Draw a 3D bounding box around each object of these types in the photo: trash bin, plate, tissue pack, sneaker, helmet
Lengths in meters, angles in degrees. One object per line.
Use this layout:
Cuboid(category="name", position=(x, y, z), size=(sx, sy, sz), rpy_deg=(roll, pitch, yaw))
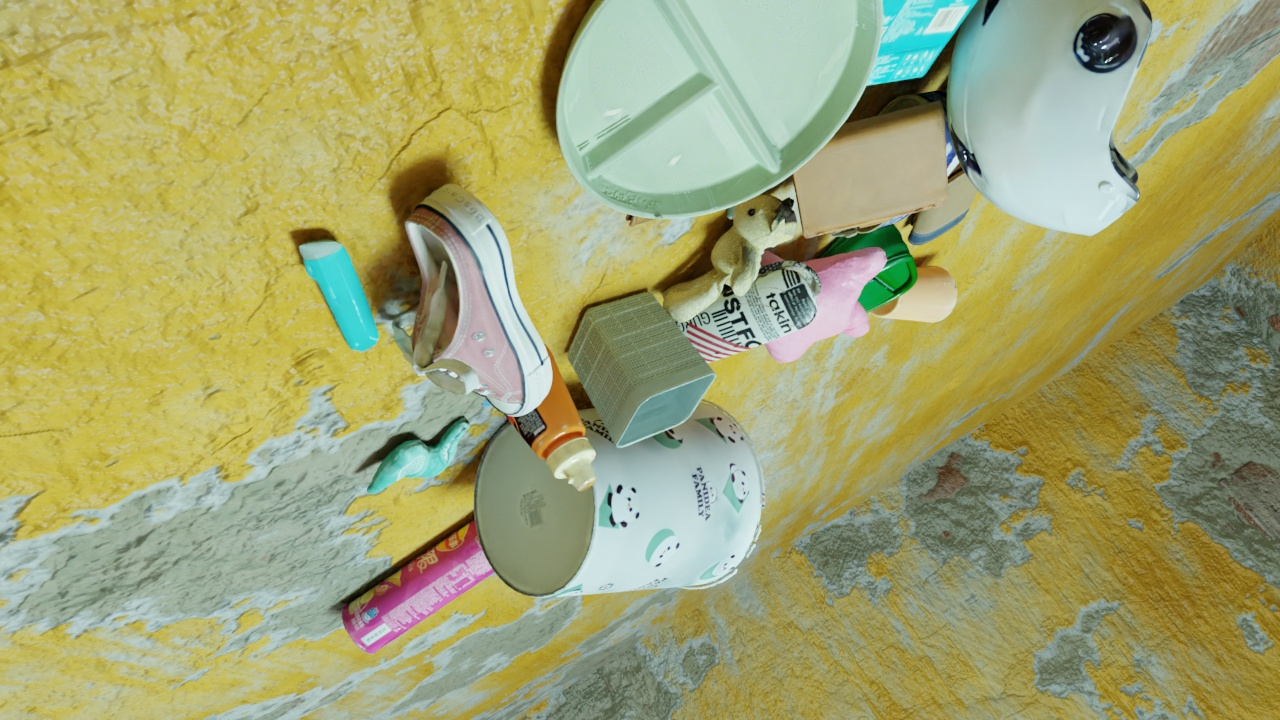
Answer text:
Cuboid(category="trash bin", position=(-0.028, 0.150, 1.006), size=(0.251, 0.229, 0.230), rpy_deg=(5, 136, -48))
Cuboid(category="plate", position=(0.051, -0.186, 0.604), size=(0.230, 0.027, 0.231), rpy_deg=(-18, 147, -12))
Cuboid(category="tissue pack", position=(0.180, -0.250, 0.673), size=(0.133, 0.050, 0.093), rpy_deg=(-19, 155, -31))
Cuboid(category="sneaker", position=(-0.129, -0.019, 0.657), size=(0.087, 0.118, 0.241), rpy_deg=(-45, 156, -21))
Cuboid(category="helmet", position=(0.326, -0.232, 0.739), size=(0.228, 0.146, 0.259), rpy_deg=(-37, 126, -56))

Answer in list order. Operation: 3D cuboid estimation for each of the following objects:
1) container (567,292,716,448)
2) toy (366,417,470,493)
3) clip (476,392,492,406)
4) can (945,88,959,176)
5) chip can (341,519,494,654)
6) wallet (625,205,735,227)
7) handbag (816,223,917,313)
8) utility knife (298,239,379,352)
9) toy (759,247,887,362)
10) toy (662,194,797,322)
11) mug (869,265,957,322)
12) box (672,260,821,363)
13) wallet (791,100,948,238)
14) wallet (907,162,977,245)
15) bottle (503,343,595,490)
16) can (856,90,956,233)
Cuboid(category="container", position=(-0.005, 0.005, 0.862), size=(0.089, 0.111, 0.090), rpy_deg=(-20, 154, -33))
Cuboid(category="toy", position=(-0.206, 0.090, 0.876), size=(0.096, 0.030, 0.091), rpy_deg=(-48, 160, 14))
Cuboid(category="clip", position=(-0.133, 0.034, 0.875), size=(0.026, 0.038, 0.058), rpy_deg=(-38, 156, 7))
Cuboid(category="can", position=(0.296, -0.218, 0.893), size=(0.053, 0.053, 0.135), rpy_deg=(-17, 152, -35))
Cuboid(category="chip can", position=(-0.257, 0.270, 1.116), size=(0.210, 0.071, 0.071), rpy_deg=(-34, 158, 2))
Cuboid(category="wallet", position=(0.052, -0.156, 0.722), size=(0.130, 0.035, 0.119), rpy_deg=(-19, 148, -30))
Cuboid(category="handbag", position=(0.255, -0.104, 1.065), size=(0.120, 0.068, 0.131), rpy_deg=(-30, 160, 12))
Cuboid(category="utility knife", position=(-0.204, -0.042, 0.630), size=(0.029, 0.013, 0.158), rpy_deg=(-24, 159, -15))
Cuboid(category="toy", position=(0.159, -0.053, 0.988), size=(0.194, 0.074, 0.179), rpy_deg=(-4, 139, -8))
Cuboid(category="toy", position=(0.080, -0.094, 0.856), size=(0.158, 0.066, 0.104), rpy_deg=(-42, -171, 30))
Cuboid(category="mug", position=(0.352, -0.087, 1.216), size=(0.122, 0.078, 0.078), rpy_deg=(-4, 144, -41))
Cuboid(category="box", position=(0.102, -0.057, 0.914), size=(0.164, 0.075, 0.082), rpy_deg=(-22, -162, 35))
Cuboid(category="wallet", position=(0.200, -0.162, 0.801), size=(0.132, 0.031, 0.108), rpy_deg=(-12, 131, 11))
Cuboid(category="wallet", position=(0.357, -0.190, 1.063), size=(0.090, 0.033, 0.115), rpy_deg=(-31, 157, -14))
Cuboid(category="bottle", position=(-0.082, 0.048, 0.795), size=(0.066, 0.149, 0.067), rpy_deg=(-28, 157, -13))
Cuboid(category="can", position=(0.242, -0.185, 0.861), size=(0.049, 0.074, 0.148), rpy_deg=(-20, 153, -35))
